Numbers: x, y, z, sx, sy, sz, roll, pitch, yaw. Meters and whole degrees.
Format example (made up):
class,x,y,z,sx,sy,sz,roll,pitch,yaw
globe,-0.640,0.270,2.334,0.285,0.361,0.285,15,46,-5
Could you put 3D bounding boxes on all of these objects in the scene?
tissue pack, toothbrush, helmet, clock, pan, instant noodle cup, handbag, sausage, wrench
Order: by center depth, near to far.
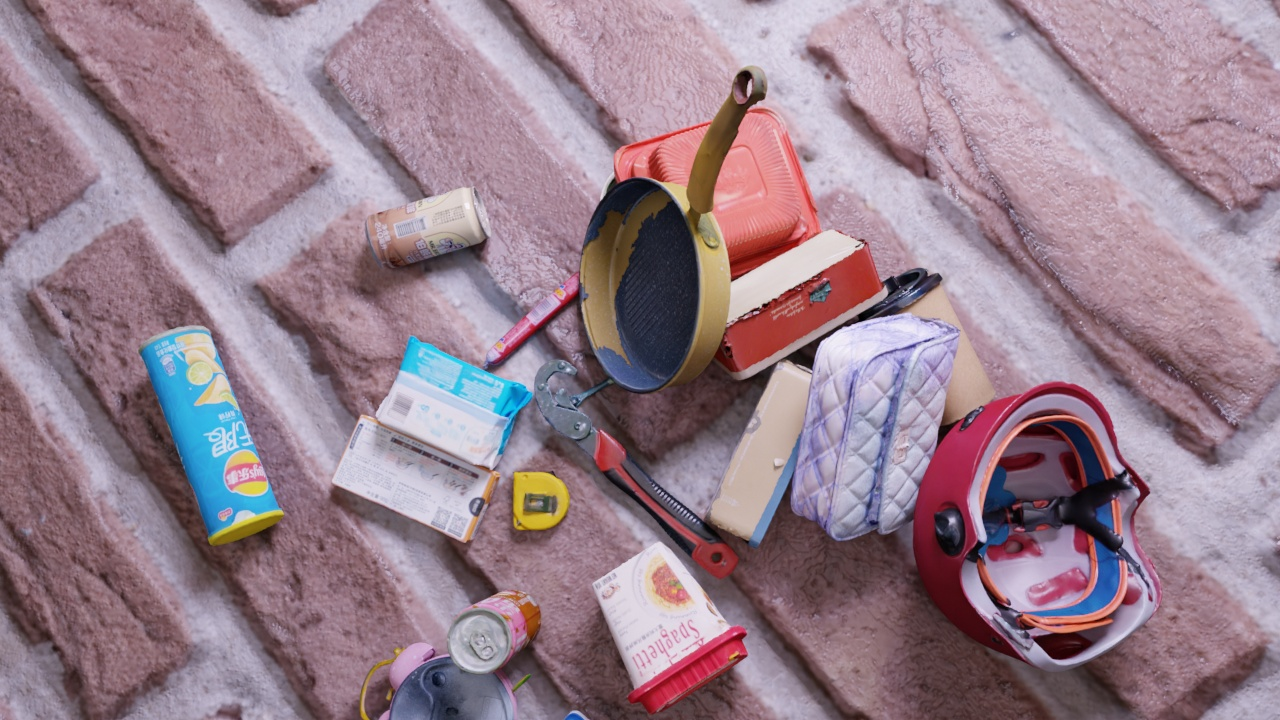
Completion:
class,x,y,z,sx,sy,sz,roll,pitch,yaw
pan,0.029,-0.109,0.780,0.078,0.359,0.197,-5,62,-34
helmet,0.322,0.139,0.800,0.206,0.144,0.240,-12,92,-25
handbag,0.209,0.063,0.809,0.134,0.075,0.194,-14,121,-33
instant noodle cup,0.023,0.242,0.842,0.116,0.117,0.124,-33,70,-1
clock,-0.190,0.330,0.867,0.158,0.060,0.117,11,84,4
wrench,-0.008,0.109,0.897,0.056,0.016,0.273,-43,86,-1
instant noodle cup,0.083,-0.165,0.899,0.188,0.079,0.164,-20,84,-10
tissue pack,-0.184,0.042,0.904,0.140,0.063,0.090,23,87,9
toothbrush,-0.005,0.005,0.918,0.191,0.018,0.016,-30,82,1
sausage,-0.102,-0.045,0.932,0.156,0.020,0.020,-41,81,-2

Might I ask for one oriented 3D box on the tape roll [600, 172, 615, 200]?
class,x,y,z,sx,sy,sz,roll,pitch,yaw
tape roll,0.002,-0.163,0.943,0.086,0.014,0.085,-1,82,4

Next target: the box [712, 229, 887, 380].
class,x,y,z,sx,sy,sz,roll,pitch,yaw
box,0.133,-0.062,0.861,0.168,0.091,0.076,-29,114,-5

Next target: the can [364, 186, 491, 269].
class,x,y,z,sx,sy,sz,roll,pitch,yaw
can,-0.215,-0.135,0.933,0.116,0.058,0.058,-16,81,1

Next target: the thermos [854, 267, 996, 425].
class,x,y,z,sx,sy,sz,roll,pitch,yaw
thermos,0.271,-0.014,0.870,0.093,0.093,0.143,-34,90,-1

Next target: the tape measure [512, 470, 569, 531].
class,x,y,z,sx,sy,sz,roll,pitch,yaw
tape measure,-0.099,0.138,0.901,0.057,0.029,0.060,-1,82,3

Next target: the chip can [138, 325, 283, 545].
class,x,y,z,sx,sy,sz,roll,pitch,yaw
chip can,-0.428,0.073,0.913,0.071,0.071,0.210,-26,81,0

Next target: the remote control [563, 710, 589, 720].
class,x,y,z,sx,sy,sz,roll,pitch,yaw
remote control,-0.087,0.391,0.867,0.049,0.024,0.125,43,86,9

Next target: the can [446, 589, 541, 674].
class,x,y,z,sx,sy,sz,roll,pitch,yaw
can,-0.129,0.242,0.829,0.058,0.147,0.058,-1,82,3

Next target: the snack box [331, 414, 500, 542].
class,x,y,z,sx,sy,sz,roll,pitch,yaw
snack box,-0.224,0.117,0.915,0.154,0.026,0.075,22,85,7

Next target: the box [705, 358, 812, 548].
class,x,y,z,sx,sy,sz,roll,pitch,yaw
box,0.116,0.093,0.863,0.060,0.090,0.184,23,87,7
